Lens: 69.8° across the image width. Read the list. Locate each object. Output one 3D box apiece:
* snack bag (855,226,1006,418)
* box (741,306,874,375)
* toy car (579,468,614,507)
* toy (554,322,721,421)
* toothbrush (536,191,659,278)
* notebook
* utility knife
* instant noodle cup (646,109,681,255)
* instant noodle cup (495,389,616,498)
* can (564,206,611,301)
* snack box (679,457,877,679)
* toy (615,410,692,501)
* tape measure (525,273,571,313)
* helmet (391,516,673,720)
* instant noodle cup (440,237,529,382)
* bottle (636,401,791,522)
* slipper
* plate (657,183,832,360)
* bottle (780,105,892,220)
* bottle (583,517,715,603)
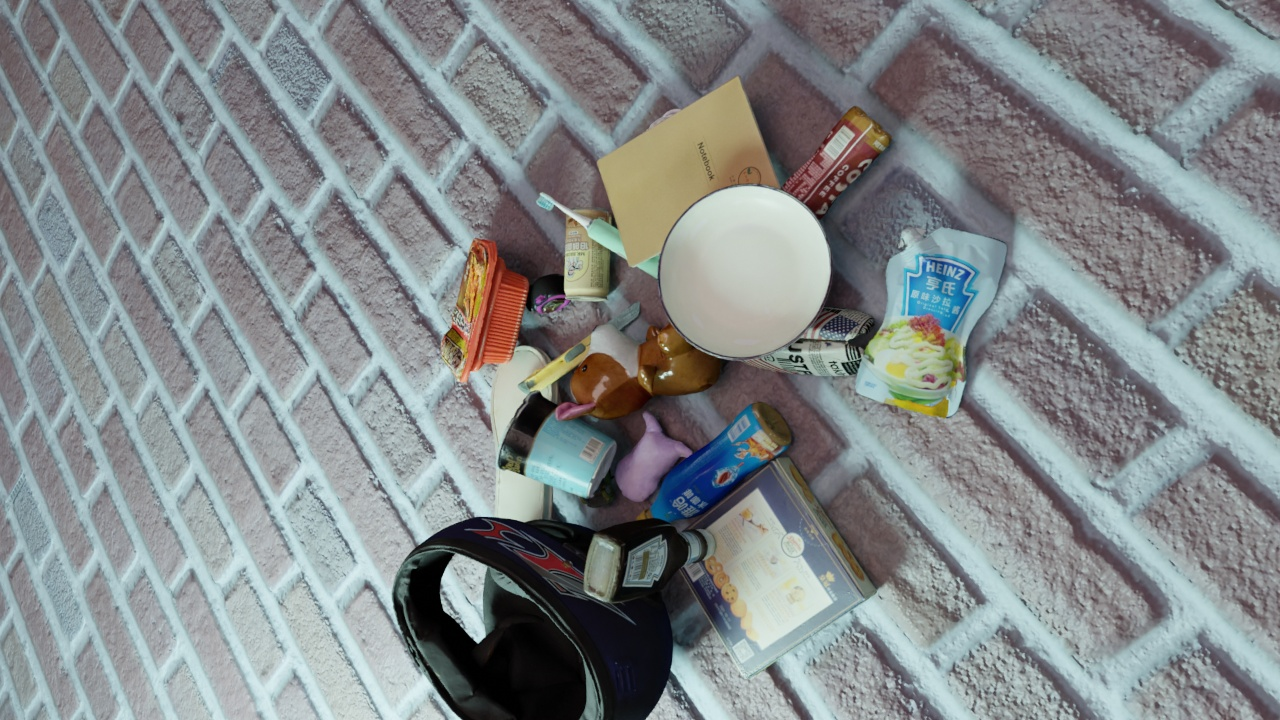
[{"bbox_3d":[0.297,-0.042,0.943,0.110,0.038,0.191,17,99,16],"label":"snack bag"},{"bbox_3d":[0.180,-0.033,1.021,0.163,0.076,0.087,6,72,36],"label":"box"},{"bbox_3d":[-0.059,0.143,1.179,0.043,0.036,0.091,-20,76,30],"label":"toy car"},{"bbox_3d":[-0.007,0.006,1.095,0.200,0.139,0.130,-29,91,24],"label":"toy"},{"bbox_3d":[-0.033,-0.149,1.133,0.224,0.026,0.027,33,88,8],"label":"toothbrush"},{"bbox_3d":[0.050,-0.216,1.068,0.208,0.008,0.147,-24,76,29],"label":"notebook"},{"bbox_3d":[-0.077,-0.013,1.189,0.198,0.021,0.031,-33,67,7],"label":"utility knife"},{"bbox_3d":[0.037,-0.214,1.117,0.138,0.060,0.173,33,105,29],"label":"instant noodle cup"},{"bbox_3d":[-0.098,0.110,1.123,0.120,0.111,0.111,25,102,9],"label":"instant noodle cup"},{"bbox_3d":[-0.068,-0.136,1.181,0.059,0.058,0.116,1,88,33],"label":"can"},{"bbox_3d":[0.143,0.234,1.039,0.183,0.045,0.178,-42,66,25],"label":"snack box"},{"bbox_3d":[0.006,0.126,1.136,0.084,0.038,0.108,45,114,26],"label":"toy"},{"bbox_3d":[-0.119,-0.086,1.214,0.058,0.057,0.039,-43,63,48],"label":"tape measure"},{"bbox_3d":[-0.108,0.302,1.075,0.315,0.239,0.248,42,110,9],"label":"helmet"},{"bbox_3d":[-0.207,-0.068,1.230,0.164,0.079,0.189,-148,70,-67],"label":"instant noodle cup"},{"bbox_3d":[0.078,0.136,1.074,0.219,0.065,0.065,-43,67,24],"label":"bottle"},{"bbox_3d":[-0.148,0.113,1.225,0.114,0.054,0.274,-11,72,28],"label":"slipper"},{"bbox_3d":[0.115,-0.094,1.000,0.193,0.039,0.192,-2,84,19],"label":"plate"},{"bbox_3d":[0.196,-0.195,1.013,0.175,0.057,0.057,-48,65,22],"label":"bottle"},{"bbox_3d":[0.017,0.208,0.981,0.044,0.194,0.080,15,96,35],"label":"bottle"}]
